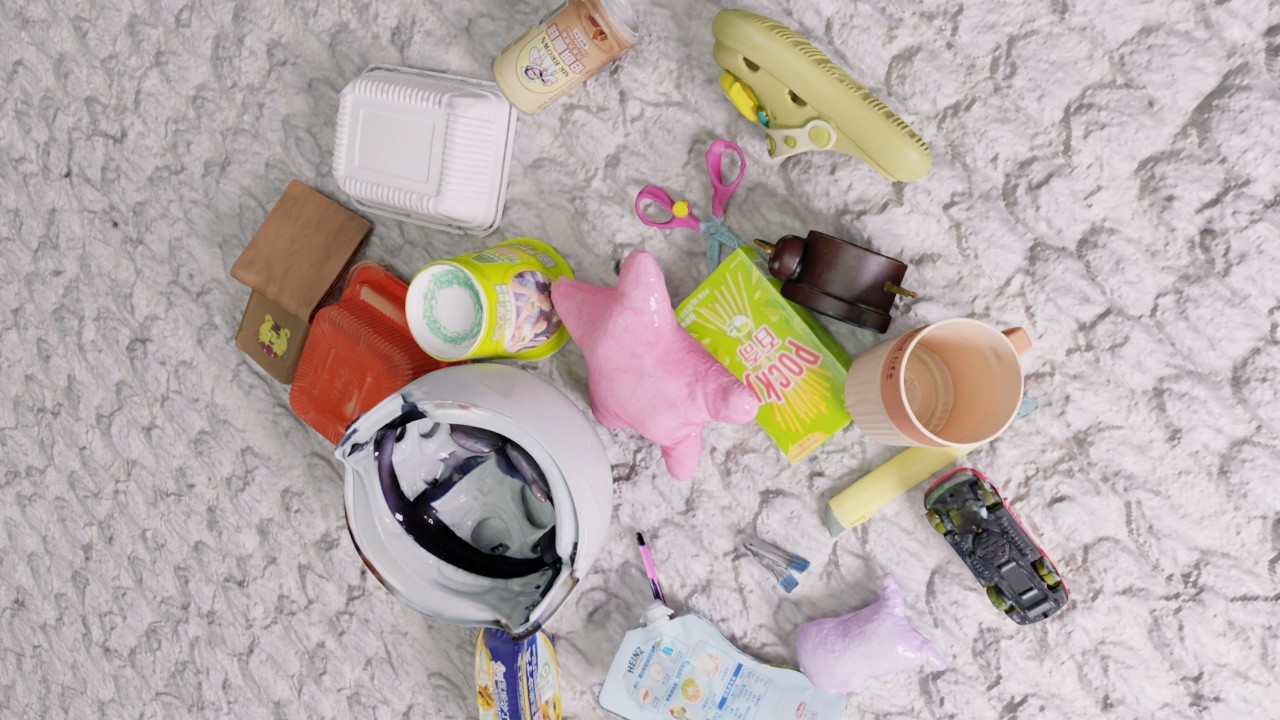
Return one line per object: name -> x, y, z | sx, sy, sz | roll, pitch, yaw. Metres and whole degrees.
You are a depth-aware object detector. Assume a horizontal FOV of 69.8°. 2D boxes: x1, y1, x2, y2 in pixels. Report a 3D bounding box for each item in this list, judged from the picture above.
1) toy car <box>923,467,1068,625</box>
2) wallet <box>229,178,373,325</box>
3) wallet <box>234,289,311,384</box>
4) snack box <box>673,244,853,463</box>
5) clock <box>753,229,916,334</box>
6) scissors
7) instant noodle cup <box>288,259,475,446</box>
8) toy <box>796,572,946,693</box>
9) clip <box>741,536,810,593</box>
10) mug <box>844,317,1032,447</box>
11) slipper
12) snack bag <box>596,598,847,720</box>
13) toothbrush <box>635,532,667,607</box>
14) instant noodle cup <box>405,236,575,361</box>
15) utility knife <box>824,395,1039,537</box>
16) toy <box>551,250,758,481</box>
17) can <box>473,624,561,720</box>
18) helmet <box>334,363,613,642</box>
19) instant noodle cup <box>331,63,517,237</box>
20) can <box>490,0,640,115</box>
toy car -> 0.255, 0.132, 0.663 | 0.053, 0.045, 0.120 | -38, 87, 22
wallet -> -0.327, -0.106, 0.887 | 0.101, 0.020, 0.115 | 31, 85, 12
wallet -> -0.366, -0.045, 0.933 | 0.090, 0.033, 0.115 | 36, 114, 15
snack box -> 0.103, -0.005, 0.718 | 0.086, 0.026, 0.156 | -43, 81, 29
clock -> 0.137, -0.062, 0.669 | 0.122, 0.082, 0.055 | 25, 103, 19
scissors -> 0.059, -0.114, 0.734 | 0.133, 0.017, 0.131 | 34, 111, 12
instant noodle cup -> -0.252, 0.018, 0.862 | 0.164, 0.079, 0.189 | 31, 109, 18
toy -> 0.170, 0.221, 0.719 | 0.108, 0.038, 0.084 | -30, 84, 25
clip -> 0.107, 0.163, 0.748 | 0.058, 0.027, 0.045 | 34, 118, 17
mug -> 0.208, 0.011, 0.630 | 0.114, 0.106, 0.081 | -30, 89, -10
slipper -> 0.117, -0.177, 0.659 | 0.190, 0.091, 0.082 | 41, 114, 11
snack bag -> 0.066, 0.283, 0.768 | 0.191, 0.038, 0.110 | 24, 103, 16
toothbrush -> 0.025, 0.241, 0.804 | 0.018, 0.014, 0.189 | -19, 89, 35
instant noodle cup -> -0.129, -0.047, 0.770 | 0.112, 0.123, 0.112 | 4, 99, 24
utility knife -> 0.211, 0.078, 0.690 | 0.189, 0.020, 0.031 | -39, 85, 30
toy -> -0.004, 0.004, 0.736 | 0.194, 0.074, 0.179 | 52, 140, 8
can -> -0.111, 0.308, 0.844 | 0.049, 0.074, 0.148 | -3, 97, 21
helmet -> -0.126, 0.103, 0.775 | 0.229, 0.145, 0.259 | 43, 132, 1
instant noodle cup -> -0.204, -0.190, 0.820 | 0.174, 0.060, 0.138 | 16, 104, 23
can -> -0.061, -0.253, 0.744 | 0.116, 0.058, 0.058 | -28, 86, 26
